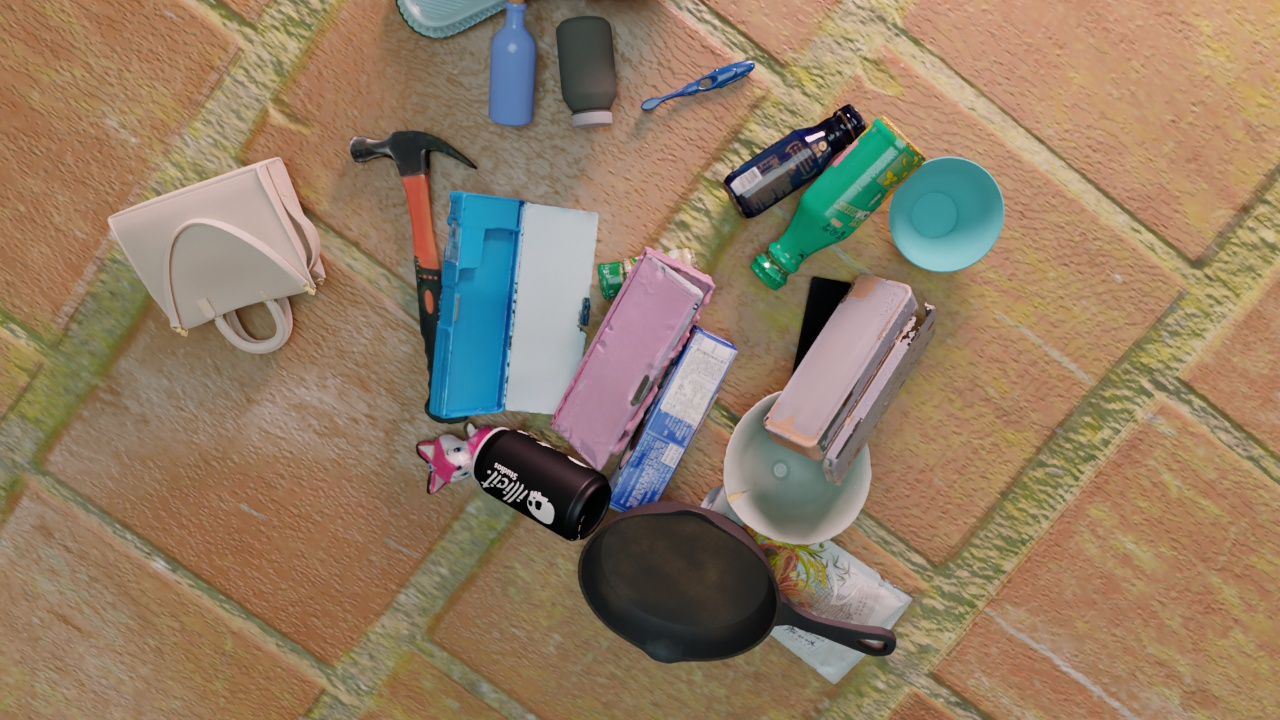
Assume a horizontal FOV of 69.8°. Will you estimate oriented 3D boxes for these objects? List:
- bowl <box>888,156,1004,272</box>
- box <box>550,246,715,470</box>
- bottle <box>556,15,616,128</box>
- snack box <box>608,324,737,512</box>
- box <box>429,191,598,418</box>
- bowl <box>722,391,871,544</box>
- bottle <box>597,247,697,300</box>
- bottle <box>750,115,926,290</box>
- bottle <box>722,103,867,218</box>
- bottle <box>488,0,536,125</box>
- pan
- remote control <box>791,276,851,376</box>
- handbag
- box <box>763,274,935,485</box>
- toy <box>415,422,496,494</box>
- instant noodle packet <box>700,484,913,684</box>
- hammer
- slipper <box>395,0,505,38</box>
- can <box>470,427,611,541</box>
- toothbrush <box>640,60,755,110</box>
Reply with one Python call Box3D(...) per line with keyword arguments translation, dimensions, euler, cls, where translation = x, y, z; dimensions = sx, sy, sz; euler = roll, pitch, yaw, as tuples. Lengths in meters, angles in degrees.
Box3D(translation=(0.326, -0.158, 0.997), dimensions=(0.121, 0.046, 0.121), euler=(0, 99, 2), cls="bowl")
Box3D(translation=(-0.008, 0.006, 0.984), dimensions=(0.099, 0.098, 0.233), euler=(25, 109, -19), cls="box")
Box3D(translation=(-0.056, -0.306, 0.979), dimensions=(0.060, 0.060, 0.108), euler=(-5, 99, 2), cls="bottle")
Box3D(translation=(0.032, 0.071, 1.039), dimensions=(0.059, 0.059, 0.226), euler=(27, 100, -5), cls="snack box")
Box3D(translation=(-0.146, -0.058, 1.031), dimensions=(0.174, 0.064, 0.243), euler=(2, 101, -28), cls="box")
Box3D(translation=(0.166, 0.120, 1.032), dimensions=(0.174, 0.068, 0.174), euler=(2, 83, -13), cls="bowl")
Box3D(translation=(0.008, -0.097, 1.020), dimensions=(0.110, 0.042, 0.043), euler=(-11, 99, 3), cls="bottle")
Box3D(translation=(0.204, -0.161, 0.980), dimensions=(0.068, 0.068, 0.210), euler=(43, 111, -5), cls="bottle")
Box3D(translation=(0.167, -0.215, 0.988), dimensions=(0.161, 0.056, 0.056), euler=(-32, 97, 7), cls="bottle")
Box3D(translation=(-0.134, -0.317, 0.964), dimensions=(0.048, 0.048, 0.131), euler=(8, 121, 0), cls="bottle")
Box3D(translation=(0.107, 0.261, 1.027), dimensions=(0.356, 0.043, 0.249), euler=(14, 125, 7), cls="pan")
Box3D(translation=(0.203, -0.022, 1.037), dimensions=(0.045, 0.021, 0.140), euler=(10, 101, 2), cls="remote control")
Box3D(translation=(-0.447, -0.101, 1.017), dimensions=(0.195, 0.101, 0.198), euler=(-17, 110, 4), cls="handbag")
Box3D(translation=(0.226, 0.014, 0.993), dimensions=(0.108, 0.095, 0.216), euler=(31, 78, 16), cls="box")
Box3D(translation=(-0.210, 0.110, 1.060), dimensions=(0.102, 0.050, 0.065), euler=(-21, 93, 0), cls="toy")
Box3D(translation=(0.170, 0.256, 1.066), dimensions=(0.269, 0.057, 0.147), euler=(37, 106, -6), cls="instant noodle packet")
Box3D(translation=(-0.238, -0.089, 1.037), dimensions=(0.133, 0.033, 0.333), euler=(-5, 100, 2), cls="hammer")
Box3D(translation=(-0.136, -0.430, 0.959), dimensions=(0.276, 0.069, 0.116), euler=(-26, 94, 6), cls="slipper")
Box3D(translation=(-0.110, 0.135, 1.018), dimensions=(0.146, 0.080, 0.080), euler=(25, 100, 25), cls="can")
Box3D(translation=(0.062, -0.299, 1.000), dimensions=(0.132, 0.016, 0.021), euler=(-20, 99, 2), cls="toothbrush")
